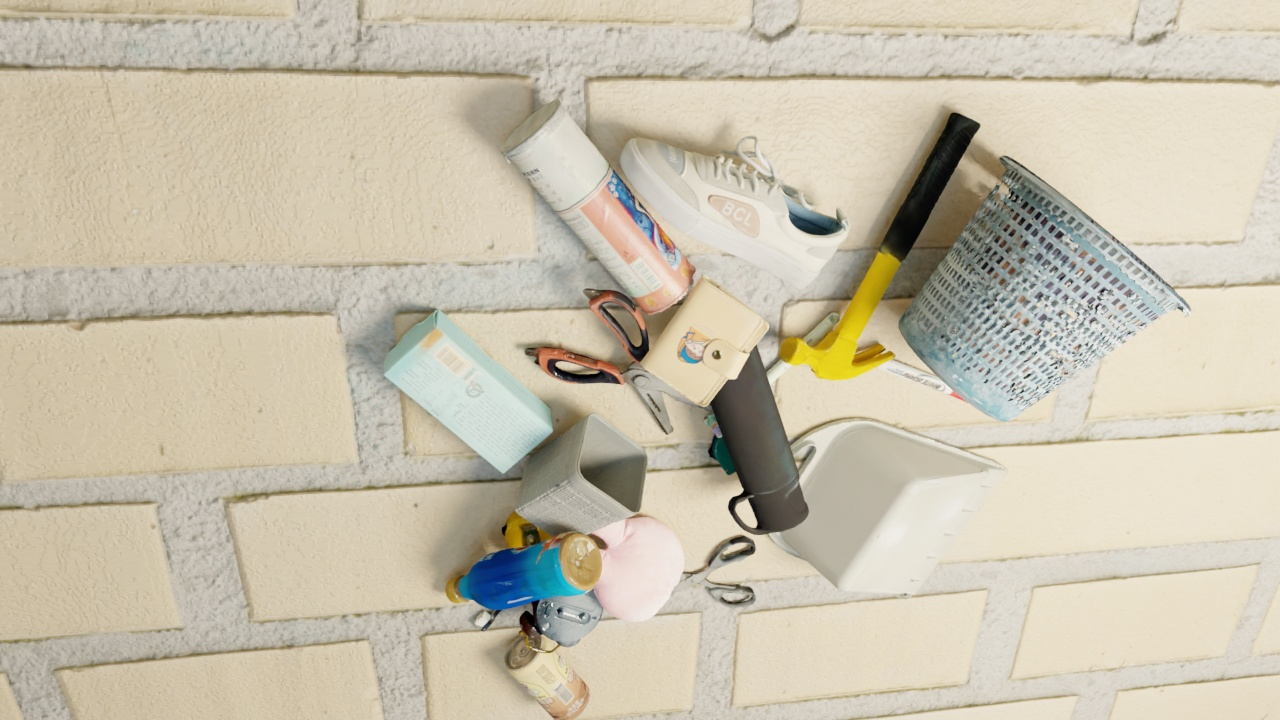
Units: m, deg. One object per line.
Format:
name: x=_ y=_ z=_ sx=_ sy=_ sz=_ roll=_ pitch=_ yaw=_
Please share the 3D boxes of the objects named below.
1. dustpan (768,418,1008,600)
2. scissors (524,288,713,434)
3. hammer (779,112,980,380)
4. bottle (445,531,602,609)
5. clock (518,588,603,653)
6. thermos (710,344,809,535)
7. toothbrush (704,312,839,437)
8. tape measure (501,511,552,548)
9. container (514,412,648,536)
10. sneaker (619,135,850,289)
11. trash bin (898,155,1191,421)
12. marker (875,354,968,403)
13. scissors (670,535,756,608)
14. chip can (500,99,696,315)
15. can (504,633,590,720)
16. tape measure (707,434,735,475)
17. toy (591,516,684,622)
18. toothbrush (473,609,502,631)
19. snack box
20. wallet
dustpan: x=0.281 y=0.173 z=1.123 sx=0.257 sy=0.142 sz=0.223 roll=7 pitch=119 yaw=-46
scissors: x=-0.013 y=0.006 z=0.960 sx=0.227 sy=0.015 sz=0.189 roll=10 pitch=134 yaw=-7
hammer: x=0.261 y=-0.110 z=0.952 sx=0.128 sy=0.033 sz=0.301 roll=14 pitch=111 yaw=-31
bottle: x=-0.138 y=0.237 z=1.007 sx=0.219 sy=0.065 sz=0.065 roll=-22 pitch=124 yaw=38
clock: x=-0.095 y=0.293 z=1.080 sx=0.082 sy=0.055 sz=0.122 roll=22 pitch=97 yaw=-22
thermos: x=0.110 y=0.073 z=0.976 sx=0.089 sy=0.068 sz=0.242 roll=-29 pitch=109 yaw=-27
toothbrush: x=0.147 y=0.014 z=1.012 sx=0.190 sy=0.020 sz=0.029 roll=-43 pitch=72 yaw=11
tape measure: x=-0.127 y=0.198 z=1.052 sx=0.060 sy=0.029 sz=0.057 roll=-16 pitch=118 yaw=-2
container: x=-0.066 y=0.131 z=0.980 sx=0.090 sy=0.090 sz=0.115 roll=39 pitch=128 yaw=-25
sneaker: x=0.098 y=-0.156 z=0.873 sx=0.242 sy=0.089 sz=0.091 roll=25 pitch=125 yaw=-25
trash bin: x=0.374 y=-0.056 z=0.908 sx=0.226 sy=0.226 sz=0.195 roll=32 pitch=112 yaw=-23
marker: x=0.322 y=0.021 z=1.048 sx=0.145 sy=0.017 sz=0.017 roll=19 pitch=112 yaw=-19
scissors: x=0.071 y=0.271 z=1.136 sx=0.181 sy=0.014 sz=0.159 roll=-40 pitch=114 yaw=13
chip can: x=-0.035 y=-0.140 z=0.871 sx=0.071 sy=0.071 sz=0.215 roll=-37 pitch=117 yaw=9
can: x=-0.115 y=0.393 z=1.137 sx=0.058 sy=0.058 sz=0.116 roll=-31 pitch=118 yaw=6
tape measure: x=0.108 y=0.099 z=1.046 sx=0.058 sy=0.025 sz=0.054 roll=-36 pitch=118 yaw=8
toy: x=-0.017 y=0.228 z=1.056 sx=0.159 sy=0.054 sz=0.121 roll=42 pitch=69 yaw=-29
toothbrush: x=-0.138 y=0.259 z=1.089 sx=0.018 sy=0.015 sz=0.181 roll=39 pitch=106 yaw=-16
snack box: x=-0.174 y=0.033 z=0.946 sx=0.074 sy=0.051 sz=0.175 roll=-39 pitch=116 yaw=12
wallet: x=0.065 y=-0.015 z=0.907 sx=0.087 sy=0.024 sz=0.115 roll=34 pitch=113 yaw=-2
